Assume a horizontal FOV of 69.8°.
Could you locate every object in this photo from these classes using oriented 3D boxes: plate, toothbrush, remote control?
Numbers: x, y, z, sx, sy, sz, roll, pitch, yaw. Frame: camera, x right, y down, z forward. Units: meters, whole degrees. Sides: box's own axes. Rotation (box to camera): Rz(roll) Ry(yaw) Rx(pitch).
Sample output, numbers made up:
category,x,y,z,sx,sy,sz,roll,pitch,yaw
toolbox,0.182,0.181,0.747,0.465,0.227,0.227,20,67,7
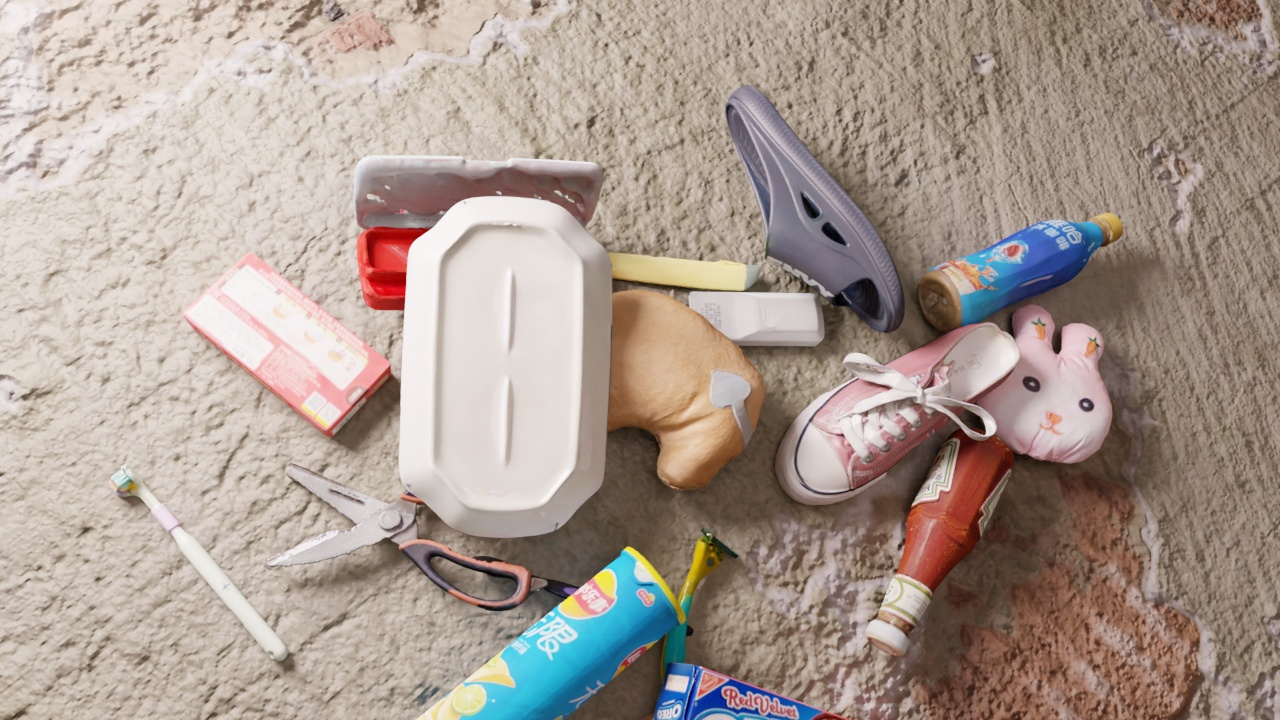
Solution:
category,x,y,z,sx,sy,sz,roll,pitch,yaw
plate,-0.101,0.004,0.698,0.162,0.034,0.265,3,88,-8
toothbrush,-0.046,0.189,0.734,0.189,0.017,0.014,20,73,-7
remote control,0.105,-0.038,0.827,0.125,0.024,0.049,-1,72,-10
toothbrush,-0.330,0.154,0.687,0.189,0.029,0.020,46,30,4

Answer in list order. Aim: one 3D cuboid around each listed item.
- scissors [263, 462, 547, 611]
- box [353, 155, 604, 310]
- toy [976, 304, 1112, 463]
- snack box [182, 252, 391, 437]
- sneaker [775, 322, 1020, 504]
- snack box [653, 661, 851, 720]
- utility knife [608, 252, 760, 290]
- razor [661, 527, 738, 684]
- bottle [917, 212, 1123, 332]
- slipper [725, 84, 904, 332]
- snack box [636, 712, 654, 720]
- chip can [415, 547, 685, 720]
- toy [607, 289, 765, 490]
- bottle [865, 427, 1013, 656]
category,x,y,z,sx,sy,sz,roll,pitch,yaw
scissors,-0.174,0.128,0.715,0.224,0.015,0.189,-27,70,-19
box,-0.125,-0.102,0.742,0.200,0.100,0.094,-3,55,-21
toy,0.374,0.019,0.846,0.121,0.054,0.159,20,63,4
snack box,-0.285,-0.013,0.745,0.153,0.025,0.075,38,69,3
sneaker,0.222,0.038,0.778,0.241,0.088,0.118,-31,78,-5
snack box,0.114,0.285,0.691,0.207,0.058,0.057,24,70,-13
utility knife,0.021,-0.084,0.829,0.178,0.019,0.031,7,67,-9
razor,0.040,0.201,0.730,0.043,0.028,0.132,45,57,-42
bottle,0.367,-0.091,0.872,0.218,0.065,0.065,-22,78,-17
slipper,0.136,-0.124,0.827,0.083,0.111,0.268,-31,74,-3
snack box,-0.027,0.326,0.684,0.157,0.026,0.084,-16,76,-15
chip can,-0.068,0.230,0.676,0.210,0.071,0.071,-36,82,-16
toy,-0.005,0.005,0.763,0.226,0.083,0.143,31,69,2
bottle,0.250,0.152,0.776,0.060,0.060,0.205,34,70,1
